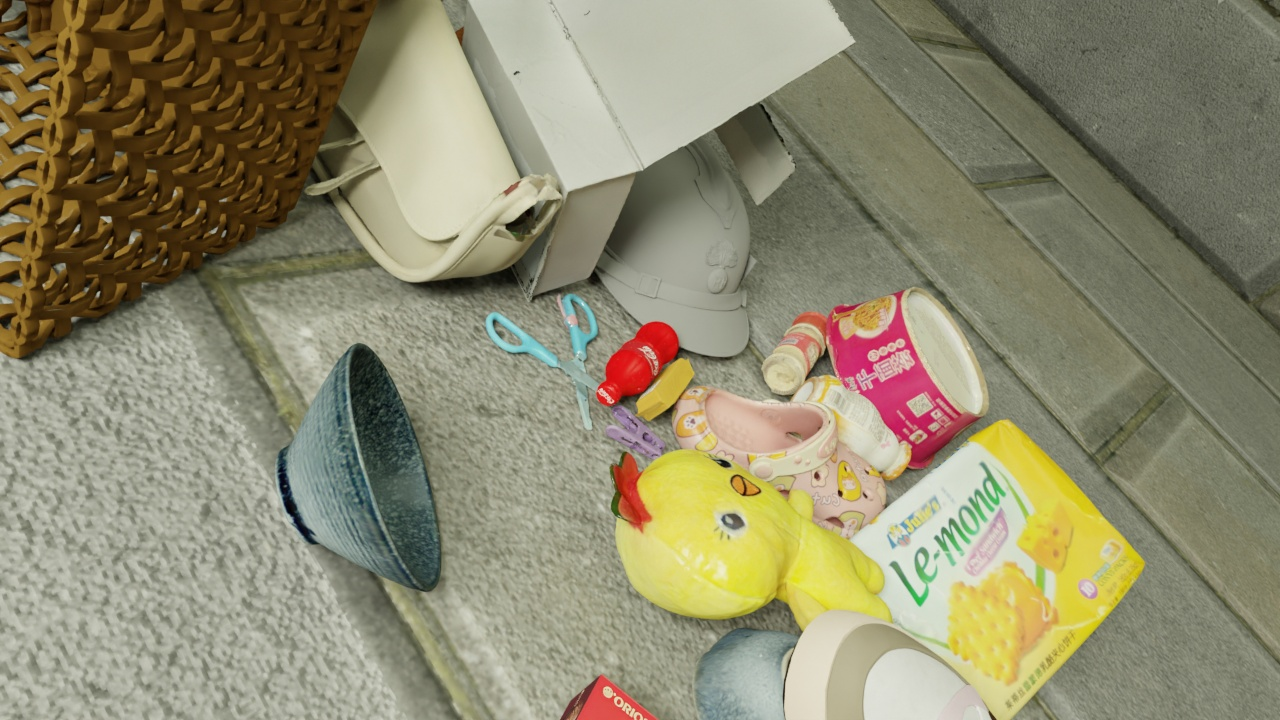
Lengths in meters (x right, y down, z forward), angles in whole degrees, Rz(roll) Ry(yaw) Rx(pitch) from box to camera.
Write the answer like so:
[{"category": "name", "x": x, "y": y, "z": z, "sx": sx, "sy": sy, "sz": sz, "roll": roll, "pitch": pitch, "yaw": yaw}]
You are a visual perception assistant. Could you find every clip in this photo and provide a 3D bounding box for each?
[{"category": "clip", "x": -0.003, "y": 0.056, "z": 0.679, "sx": 0.051, "sy": 0.013, "sz": 0.032, "roll": 39, "pitch": 41, "yaw": -14}]

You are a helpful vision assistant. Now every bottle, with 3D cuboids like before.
[{"category": "bottle", "x": 0.181, "y": 0.061, "z": 0.794, "sx": 0.109, "sy": 0.063, "sz": 0.063, "roll": 34, "pitch": 37, "yaw": -8}, {"category": "bottle", "x": 0.147, "y": -0.008, "z": 0.856, "sx": 0.044, "sy": 0.044, "sz": 0.108, "roll": 41, "pitch": 37, "yaw": 3}, {"category": "bottle", "x": -0.004, "y": 0.004, "z": 0.706, "sx": 0.036, "sy": 0.036, "sz": 0.118, "roll": 41, "pitch": 30, "yaw": 2}]

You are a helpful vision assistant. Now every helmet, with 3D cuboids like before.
[{"category": "helmet", "x": 0.037, "y": -0.137, "z": 0.829, "sx": 0.183, "sy": 0.118, "sz": 0.271, "roll": 3, "pitch": 45, "yaw": -39}]

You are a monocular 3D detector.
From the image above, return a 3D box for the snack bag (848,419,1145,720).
[{"category": "snack bag", "x": 0.257, "y": 0.160, "z": 0.694, "sx": 0.246, "sy": 0.068, "sz": 0.159, "roll": -31, "pitch": 70, "yaw": -26}]

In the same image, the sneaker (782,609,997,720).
[{"category": "sneaker", "x": 0.205, "y": 0.249, "z": 0.517, "sx": 0.294, "sy": 0.117, "sz": 0.111, "roll": 45, "pitch": 59, "yaw": -17}]

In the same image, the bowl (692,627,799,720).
[{"category": "bowl", "x": 0.091, "y": 0.210, "z": 0.566, "sx": 0.110, "sy": 0.055, "sz": 0.110, "roll": 23, "pitch": 40, "yaw": -21}]

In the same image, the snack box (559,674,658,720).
[{"category": "snack box", "x": 0.005, "y": 0.259, "z": 0.454, "sx": 0.152, "sy": 0.036, "sz": 0.132, "roll": 39, "pitch": 36, "yaw": -1}]

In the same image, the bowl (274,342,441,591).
[{"category": "bowl", "x": -0.155, "y": 0.064, "z": 0.487, "sx": 0.057, "sy": 0.137, "sz": 0.137, "roll": -17, "pitch": 55, "yaw": -3}]

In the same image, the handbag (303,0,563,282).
[{"category": "handbag", "x": -0.169, "y": -0.154, "z": 0.632, "sx": 0.131, "sy": 0.185, "sz": 0.229, "roll": -17, "pitch": 76, "yaw": -44}]

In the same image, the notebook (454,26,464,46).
[{"category": "notebook", "x": -0.134, "y": -0.236, "z": 0.861, "sx": 0.167, "sy": 0.024, "sz": 0.224, "roll": 31, "pitch": 37, "yaw": -5}]

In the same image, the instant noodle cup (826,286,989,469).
[{"category": "instant noodle cup", "x": 0.262, "y": 0.007, "z": 0.874, "sx": 0.178, "sy": 0.078, "sz": 0.178, "roll": 31, "pitch": 42, "yaw": -33}]

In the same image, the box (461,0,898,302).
[{"category": "box", "x": -0.004, "y": -0.201, "z": 0.662, "sx": 0.167, "sy": 0.331, "sz": 0.164, "roll": 63, "pitch": 16, "yaw": 14}]

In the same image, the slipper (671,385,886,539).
[{"category": "slipper", "x": 0.120, "y": 0.072, "z": 0.716, "sx": 0.197, "sy": 0.082, "sz": 0.093, "roll": 28, "pitch": 39, "yaw": -12}]

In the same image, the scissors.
[{"category": "scissors", "x": -0.064, "y": -0.007, "z": 0.696, "sx": 0.129, "sy": 0.015, "sz": 0.135, "roll": 14, "pitch": 41, "yaw": -32}]

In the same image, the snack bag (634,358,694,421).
[{"category": "snack bag", "x": 0.020, "y": 0.022, "z": 0.715, "sx": 0.020, "sy": 0.026, "sz": 0.099, "roll": 52, "pitch": 24, "yaw": -5}]

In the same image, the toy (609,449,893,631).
[{"category": "toy", "x": 0.069, "y": 0.122, "z": 0.591, "sx": 0.207, "sy": 0.092, "sz": 0.133, "roll": 17, "pitch": 27, "yaw": -7}]

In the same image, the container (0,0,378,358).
[{"category": "container", "x": -0.301, "y": -0.193, "z": 0.482, "sx": 0.219, "sy": 0.252, "sz": 0.213, "roll": 39, "pitch": 36, "yaw": -1}]
